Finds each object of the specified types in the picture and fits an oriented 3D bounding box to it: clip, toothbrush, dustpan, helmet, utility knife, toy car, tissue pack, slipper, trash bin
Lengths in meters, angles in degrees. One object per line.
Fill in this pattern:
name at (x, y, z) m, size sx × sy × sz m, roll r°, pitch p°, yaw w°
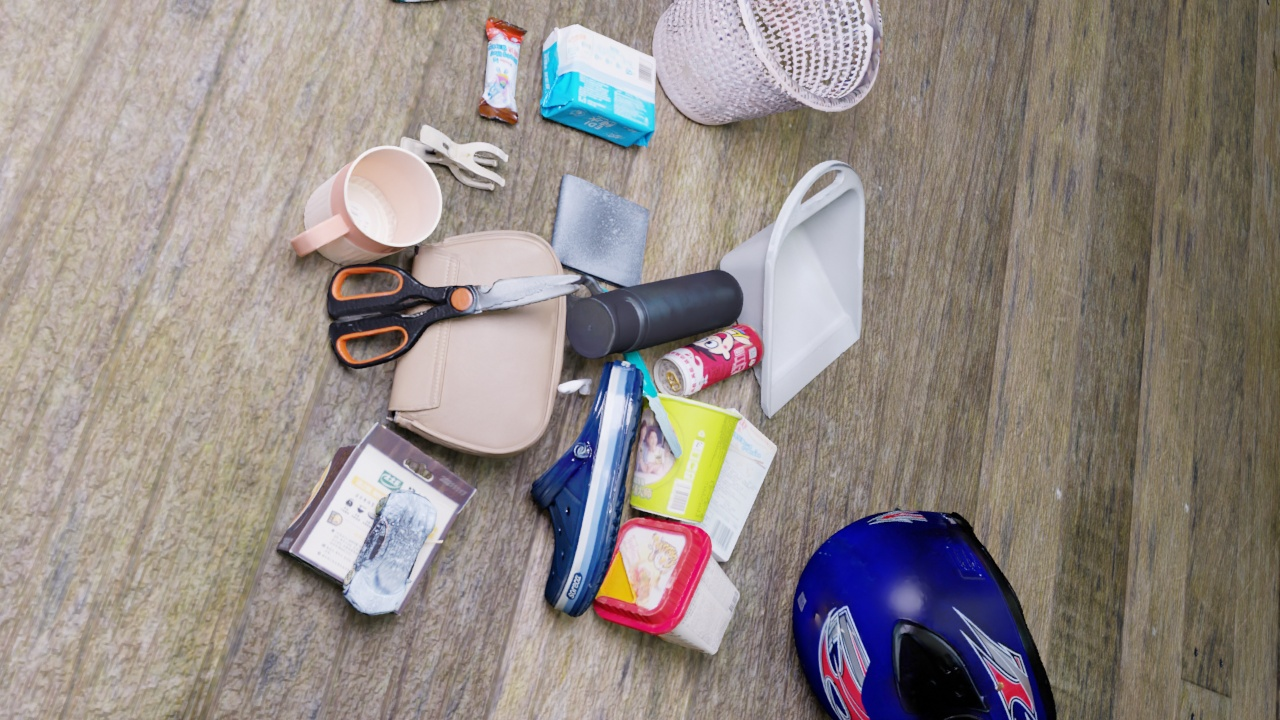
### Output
clip at (-0.175, -0.193, 0.873) m, size 0.100 × 0.075 × 0.034 m, roll 13°, pitch 78°, yaw -41°
toothbrush at (-0.061, 0.027, 0.874) m, size 0.016 × 0.180 × 0.016 m, roll -2°, pitch 90°, yaw 2°
dustpan at (0.213, -0.098, 1.107) m, size 0.222 × 0.143 × 0.258 m, roll -36°, pitch 106°, yaw -35°
helmet at (0.309, 0.336, 1.064) m, size 0.240 × 0.247 × 0.315 m, roll -23°, pitch 95°, yaw 2°
utility knife at (-0.006, 0.006, 0.942) m, size 0.029 × 0.013 × 0.219 m, roll 4°, pitch 53°, yaw -49°
toy car at (-0.204, 0.159, 0.754) m, size 0.049 × 0.031 × 0.105 m, roll 30°, pitch 74°, yaw -29°
tissue pack at (-0.043, -0.287, 0.973) m, size 0.139 × 0.063 × 0.090 m, roll 9°, pitch 78°, yaw -39°
slipper at (-0.058, 0.120, 0.882) m, size 0.095 × 0.105 × 0.252 m, roll 13°, pitch 89°, yaw 5°
trash bin at (0.127, -0.365, 1.032) m, size 0.227 × 0.193 × 0.227 m, roll 5°, pitch 81°, yaw -38°

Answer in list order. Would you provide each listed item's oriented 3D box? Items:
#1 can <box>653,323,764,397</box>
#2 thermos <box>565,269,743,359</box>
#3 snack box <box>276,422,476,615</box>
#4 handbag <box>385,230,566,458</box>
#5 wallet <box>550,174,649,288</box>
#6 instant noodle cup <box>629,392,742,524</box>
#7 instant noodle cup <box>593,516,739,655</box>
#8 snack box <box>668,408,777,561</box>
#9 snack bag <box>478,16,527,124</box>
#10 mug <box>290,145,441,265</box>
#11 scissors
can at (0.079, 0.001, 1.042) m, size 0.132 × 0.053 × 0.053 m, roll -22°, pitch 99°, yaw -38°
thermos at (0.015, -0.060, 0.956) m, size 0.241 × 0.069 × 0.090 m, roll -15°, pitch 67°, yaw -54°
snack box at (-0.224, 0.135, 0.787) m, size 0.113 × 0.053 × 0.125 m, roll 41°, pitch 61°, yaw -27°
handbag at (-0.145, -0.015, 0.838) m, size 0.147 × 0.100 × 0.204 m, roll 9°, pitch 79°, yaw -11°
wallet at (-0.043, -0.134, 0.986) m, size 0.120 × 0.019 × 0.097 m, roll 17°, pitch 77°, yaw -37°
instant noodle cup at (0.040, 0.106, 0.974) m, size 0.111 × 0.112 × 0.123 m, roll 19°, pitch 82°, yaw -36°
instant noodle cup at (0.033, 0.239, 0.949) m, size 0.124 × 0.116 × 0.116 m, roll 48°, pitch 58°, yaw -37°
snack box at (0.096, 0.142, 1.057) m, size 0.084 × 0.027 × 0.156 m, roll 42°, pitch 61°, yaw -27°
snack bag at (-0.140, -0.290, 0.921) m, size 0.045 × 0.026 × 0.105 m, roll 10°, pitch 81°, yaw -41°
mug at (-0.239, -0.119, 0.770) m, size 0.114 × 0.106 × 0.082 m, roll -40°, pitch 109°, yaw -34°
scissors at (-0.159, -0.035, 0.779) m, size 0.021 × 0.235 × 0.139 m, roll 9°, pitch 95°, yaw -79°
